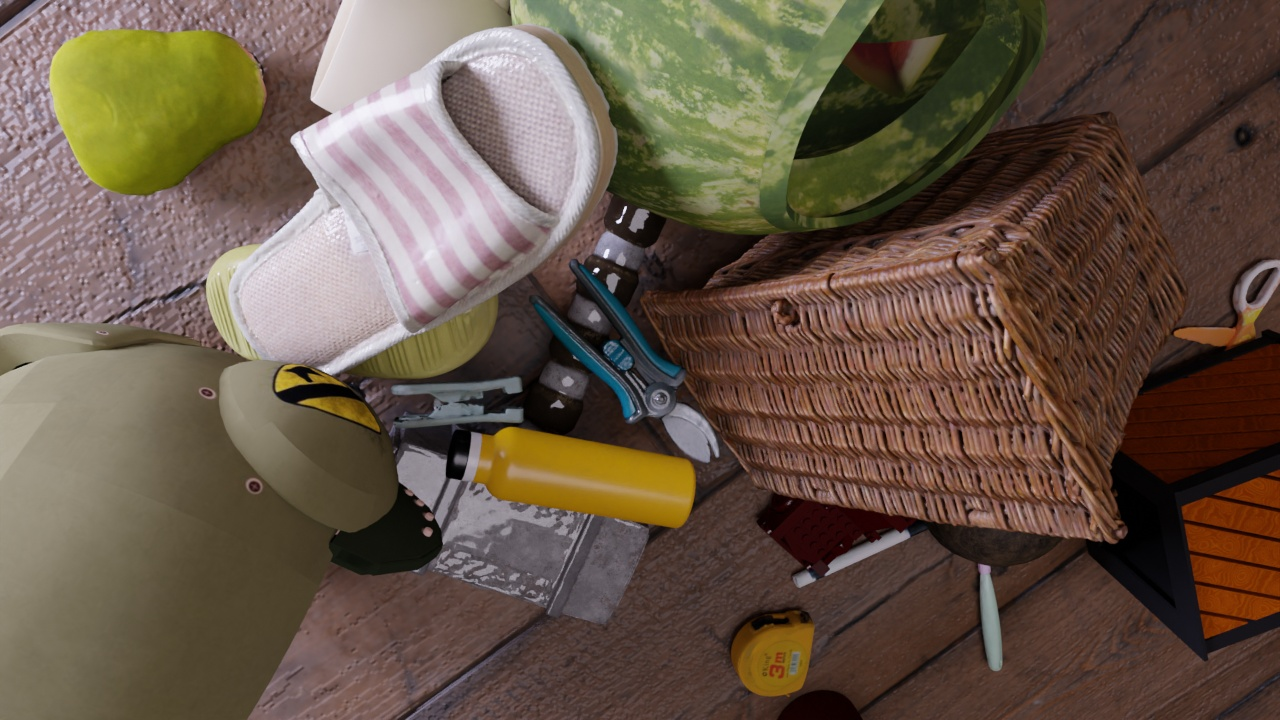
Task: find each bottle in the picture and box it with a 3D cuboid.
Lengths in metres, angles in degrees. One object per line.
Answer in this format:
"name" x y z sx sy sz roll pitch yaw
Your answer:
"bottle" -0.041 0.067 0.544 0.143 0.043 0.043 12 105 -16

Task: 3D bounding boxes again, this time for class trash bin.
"trash bin" 0.433 0.091 0.664 0.172 0.139 0.140 -21 110 1

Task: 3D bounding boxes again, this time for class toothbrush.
"toothbrush" 0.202 0.131 0.709 0.187 0.012 0.017 -24 97 -2
"toothbrush" 0.281 0.186 0.739 0.022 0.015 0.155 -25 113 -34

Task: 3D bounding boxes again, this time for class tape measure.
"tape measure" 0.100 0.228 0.711 0.059 0.030 0.068 2 105 -11

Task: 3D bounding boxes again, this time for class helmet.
"helmet" 0.048 -0.189 0.463 0.244 0.247 0.213 -47 150 19
"helmet" -0.250 0.092 0.470 0.233 0.255 0.250 32 99 -22

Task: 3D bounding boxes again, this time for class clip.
"clip" -0.106 0.024 0.535 0.076 0.023 0.044 -4 92 -11

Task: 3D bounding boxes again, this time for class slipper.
"slipper" -0.126 -0.063 0.449 0.264 0.052 0.115 -30 102 32
"slipper" -0.166 -0.040 0.553 0.191 0.081 0.092 -2 111 18

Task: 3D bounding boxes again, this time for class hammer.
"hammer" -0.044 -0.002 0.592 0.177 0.079 0.326 22 97 -16

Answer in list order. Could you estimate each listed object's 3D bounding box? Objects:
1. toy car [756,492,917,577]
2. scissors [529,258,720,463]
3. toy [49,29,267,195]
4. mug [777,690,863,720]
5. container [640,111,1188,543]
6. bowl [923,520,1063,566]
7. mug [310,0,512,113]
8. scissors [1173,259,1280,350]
"toy car" 0.169 0.084 0.661 0.170 0.062 0.070 -45 109 5
"scissors" -0.010 0.006 0.553 0.145 0.019 0.133 0 93 -11
"toy" -0.265 -0.142 0.513 0.110 0.051 0.090 -16 112 -8
"mug" 0.161 0.329 0.726 0.073 0.082 0.106 -32 110 0
"container" 0.161 -0.028 0.524 0.182 0.250 0.162 -44 112 -27
"bowl" 0.274 0.099 0.676 0.121 0.056 0.121 -1 97 -7
"mug" -0.111 -0.176 0.506 0.099 0.096 0.120 20 107 -27
"scissors" 0.468 -0.021 0.711 0.125 0.011 0.131 4 107 -13
